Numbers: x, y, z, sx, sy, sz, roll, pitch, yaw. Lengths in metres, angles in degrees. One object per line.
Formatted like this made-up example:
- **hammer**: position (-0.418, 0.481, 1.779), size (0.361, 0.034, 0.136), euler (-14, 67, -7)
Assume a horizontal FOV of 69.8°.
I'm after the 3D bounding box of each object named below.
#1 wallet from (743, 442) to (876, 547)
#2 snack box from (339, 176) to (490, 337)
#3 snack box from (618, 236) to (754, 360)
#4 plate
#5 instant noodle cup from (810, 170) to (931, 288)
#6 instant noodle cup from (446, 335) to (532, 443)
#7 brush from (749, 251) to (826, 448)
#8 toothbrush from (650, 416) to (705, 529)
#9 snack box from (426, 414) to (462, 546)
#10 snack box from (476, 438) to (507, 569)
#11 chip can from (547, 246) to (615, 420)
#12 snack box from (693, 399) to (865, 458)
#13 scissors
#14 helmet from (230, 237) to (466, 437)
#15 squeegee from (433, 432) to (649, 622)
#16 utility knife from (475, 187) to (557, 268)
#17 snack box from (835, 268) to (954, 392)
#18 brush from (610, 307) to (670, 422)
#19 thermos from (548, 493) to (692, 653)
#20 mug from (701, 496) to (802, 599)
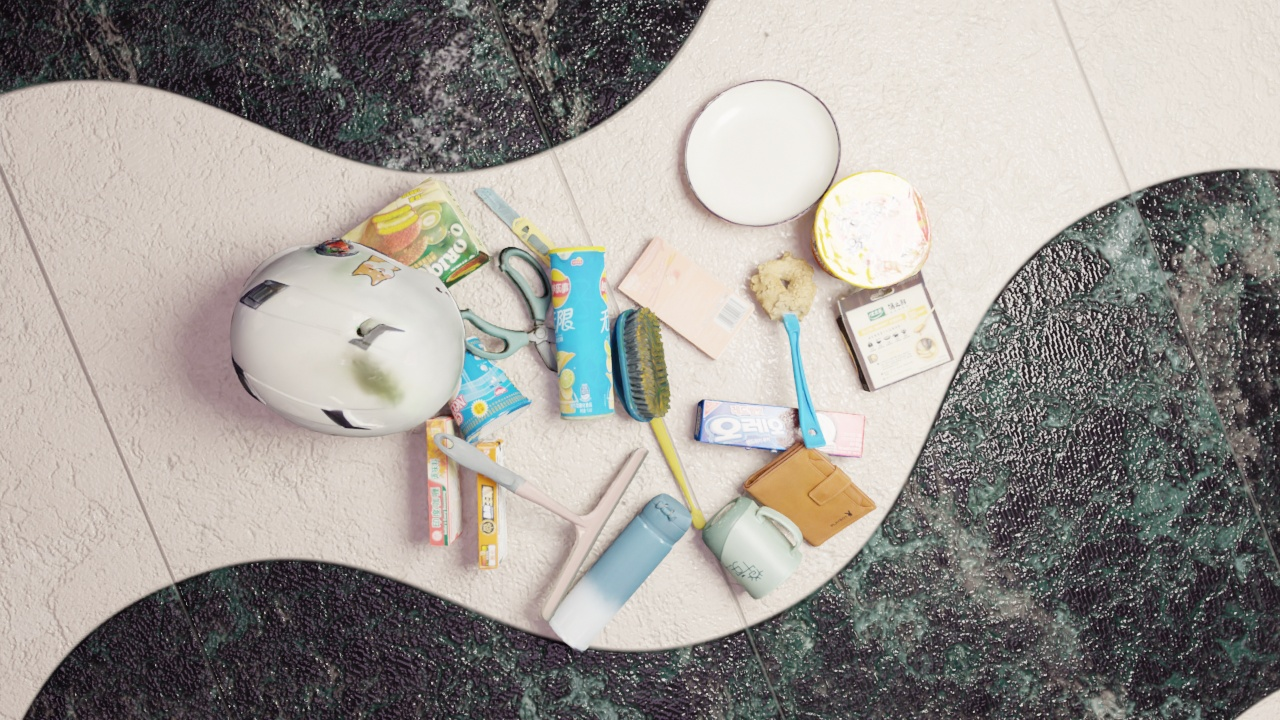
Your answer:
- **wallet**: position (0.211, 0.166, 1.138), size (0.132, 0.031, 0.108), euler (41, 118, -18)
- **snack box**: position (-0.316, -0.112, 1.133), size (0.240, 0.063, 0.114), euler (-33, 84, 6)
- **snack box**: position (0.058, -0.079, 1.167), size (0.157, 0.026, 0.084), euler (36, 92, 0)
- **plate**: position (0.152, -0.253, 1.142), size (0.192, 0.039, 0.192), euler (-2, 81, 12)
- **instant noodle cup**: position (0.271, -0.154, 1.124), size (0.138, 0.110, 0.138), euler (0, 91, 0)
- **instant noodle cup**: position (-0.205, 0.033, 1.143), size (0.099, 0.099, 0.110), euler (-34, 83, 1)
- **brush**: position (0.191, -0.016, 1.126), size (0.083, 0.046, 0.254), euler (-5, 73, -10)
- **toothbrush**: position (0.041, 0.128, 1.178), size (0.016, 0.016, 0.190), euler (-23, 90, 1)
- **snack box**: position (-0.244, 0.147, 1.148), size (0.027, 0.077, 0.156), euler (-2, 91, 1)
- **snack box**: position (-0.186, 0.178, 1.149), size (0.026, 0.075, 0.153), euler (-1, 91, 0)
- **chip can**: position (-0.072, -0.034, 1.137), size (0.071, 0.071, 0.210), euler (-4, 94, 0)
- **snack box**: position (0.174, 0.086, 1.156), size (0.207, 0.057, 0.058), euler (5, 88, 0)
- **scissors**: position (-0.153, -0.068, 1.150), size (0.170, 0.019, 0.180), euler (13, 73, -27)
- **helmet**: position (-0.339, -0.011, 1.030), size (0.274, 0.156, 0.230), euler (16, 104, -7)
- **squeegee**: position (-0.140, 0.155, 1.104), size (0.249, 0.040, 0.247), euler (34, 79, -19)
- **utility knife**: position (-0.130, -0.147, 1.175), size (0.031, 0.022, 0.212), euler (-45, 87, -1)
- **snack box**: position (0.316, -0.037, 1.154), size (0.113, 0.053, 0.125), euler (-21, 90, 1)
- **brush**: position (-0.007, 0.007, 1.150), size (0.074, 0.055, 0.144), euler (-12, 83, 41)
- **thermos**: position (-0.022, 0.263, 1.155), size (0.070, 0.070, 0.220), euler (41, 92, -1)
- **mug**: position (0.144, 0.223, 1.136), size (0.106, 0.082, 0.112), euler (49, 127, 3)
